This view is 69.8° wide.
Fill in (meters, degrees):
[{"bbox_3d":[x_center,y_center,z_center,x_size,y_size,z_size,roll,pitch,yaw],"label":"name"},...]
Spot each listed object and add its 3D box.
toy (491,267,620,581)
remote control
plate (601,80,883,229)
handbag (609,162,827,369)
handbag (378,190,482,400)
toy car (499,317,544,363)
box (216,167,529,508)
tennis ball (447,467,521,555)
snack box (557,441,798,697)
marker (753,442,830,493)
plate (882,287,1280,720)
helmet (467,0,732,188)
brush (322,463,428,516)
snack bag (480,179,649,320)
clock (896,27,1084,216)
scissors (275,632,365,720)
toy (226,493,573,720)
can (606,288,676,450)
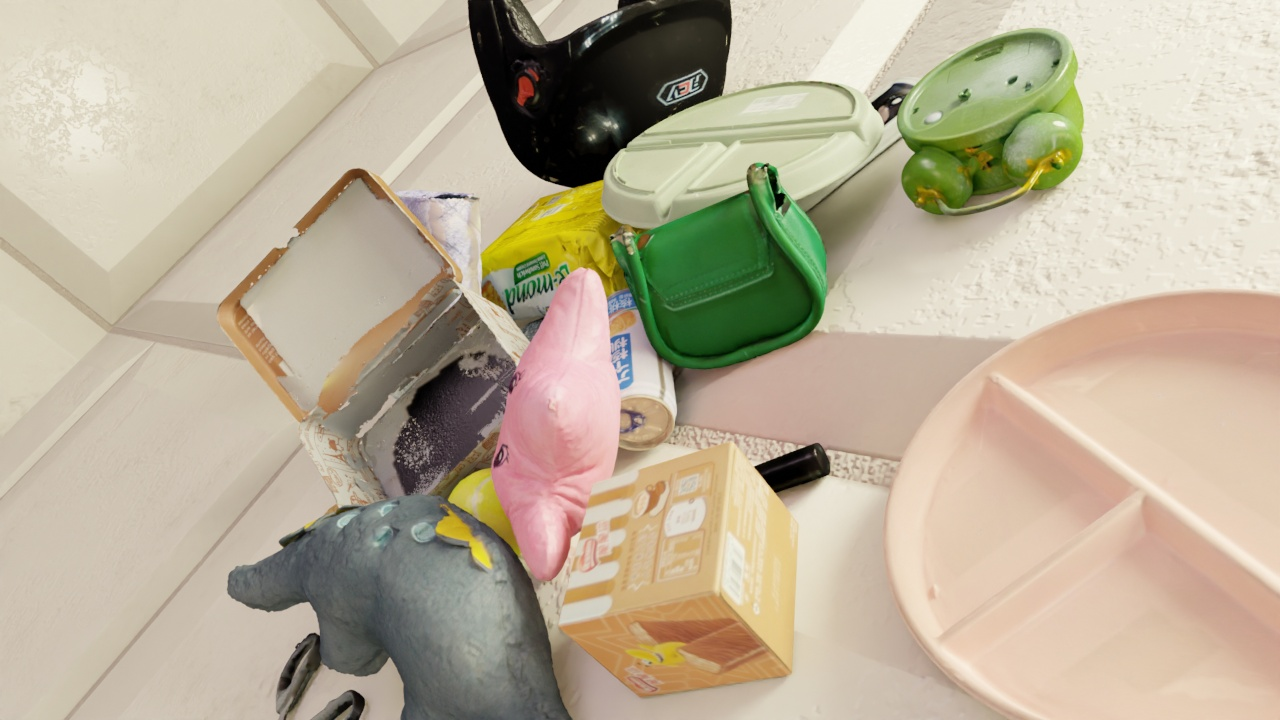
[{"bbox_3d":[-0.049,0.036,0.559,0.179,0.074,0.194,111,166,-73],"label":"toy"},{"bbox_3d":[0.169,-0.175,0.744,0.150,0.021,0.058,-39,31,4],"label":"remote control"},{"bbox_3d":[0.074,-0.170,0.729,0.230,0.027,0.229,-15,32,9],"label":"plate"},{"bbox_3d":[0.056,-0.062,0.626,0.131,0.120,0.067,-21,35,23],"label":"handbag"},{"bbox_3d":[-0.192,-0.053,0.821,0.075,0.194,0.134,-12,18,-40],"label":"handbag"},{"bbox_3d":[-0.089,-0.016,0.813,0.106,0.031,0.048,-20,35,33],"label":"toy car"},{"bbox_3d":[-0.194,-0.003,0.715,0.178,0.088,0.262,-44,65,6],"label":"box"},{"bbox_3d":[-0.102,0.107,0.636,0.066,0.065,0.065,-28,33,20],"label":"tennis ball"},{"bbox_3d":[0.024,0.111,0.483,0.095,0.077,0.092,-20,36,29],"label":"snack box"},{"bbox_3d":[0.050,0.080,0.548,0.132,0.020,0.022,-24,32,25],"label":"marker"},{"bbox_3d":[0.216,0.059,0.389,0.230,0.028,0.229,-29,32,20],"label":"plate"},{"bbox_3d":[-0.029,-0.278,0.892,0.233,0.230,0.275,-25,24,-26],"label":"helmet"},{"bbox_3d":[-0.174,0.091,0.769,0.254,0.046,0.083,-39,27,-5],"label":"brush"},{"bbox_3d":[-0.064,-0.106,0.838,0.247,0.068,0.157,-5,32,45],"label":"snack bag"},{"bbox_3d":[0.234,-0.154,0.612,0.116,0.056,0.160,-12,41,39],"label":"clock"},{"bbox_3d":[-0.263,0.272,0.653,0.177,0.014,0.159,-35,31,10],"label":"scissors"},{"bbox_3d":[-0.133,0.155,0.553,0.357,0.091,0.137,19,79,39],"label":"toy"},{"bbox_3d":[-0.004,0.004,0.672,0.053,0.053,0.134,-30,33,17],"label":"can"}]
